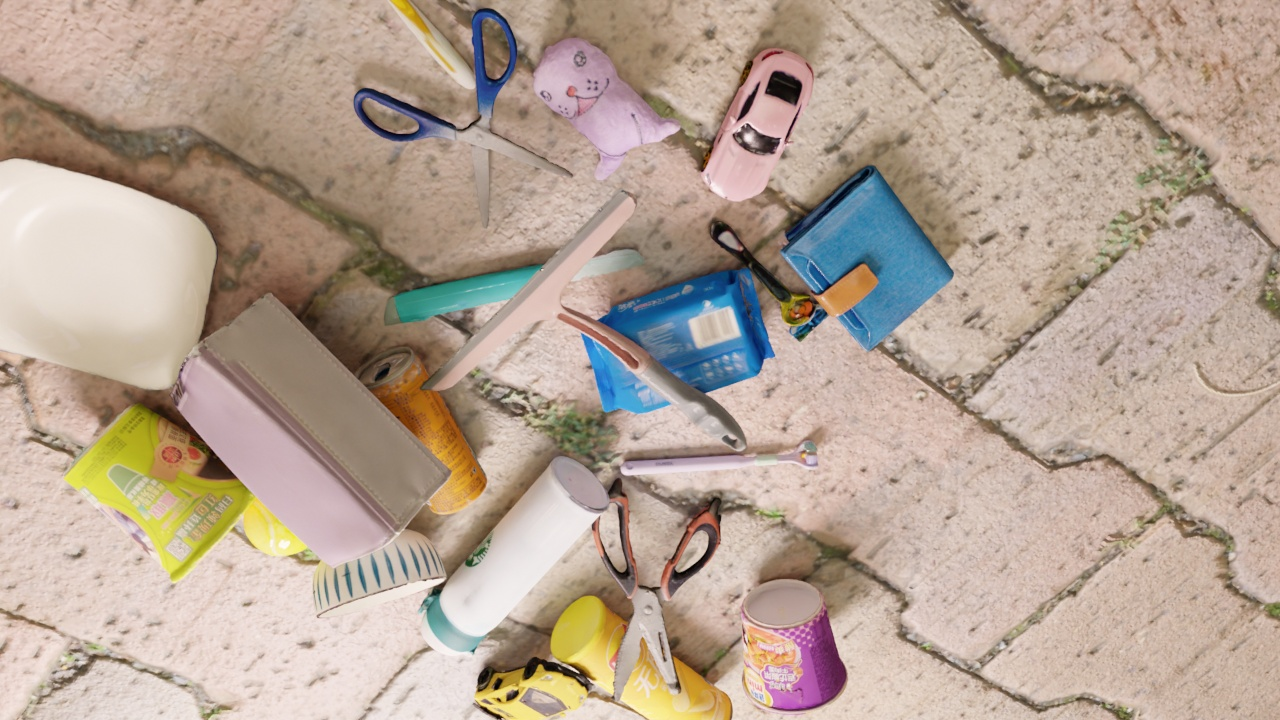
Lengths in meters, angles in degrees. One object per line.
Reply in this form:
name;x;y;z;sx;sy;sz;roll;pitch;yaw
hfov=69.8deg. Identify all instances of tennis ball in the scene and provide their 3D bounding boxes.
tennis ball;-0.313;0.139;0.807;0.065;0.065;0.065;-4;119;-7

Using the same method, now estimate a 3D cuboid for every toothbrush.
toothbrush;-0.181;-0.263;0.636;0.016;0.018;0.191;-36;117;13
toothbrush;0.075;0.096;0.870;0.189;0.029;0.021;-4;156;-6

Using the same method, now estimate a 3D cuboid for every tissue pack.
tissue pack;0.030;-0.016;0.783;0.157;0.052;0.095;-19;117;2

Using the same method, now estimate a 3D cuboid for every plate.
plate;-0.413;-0.065;0.699;0.164;0.034;0.164;19;114;-17

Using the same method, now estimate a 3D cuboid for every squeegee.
squeegee;-0.004;0.004;0.737;0.249;0.040;0.248;34;124;-26

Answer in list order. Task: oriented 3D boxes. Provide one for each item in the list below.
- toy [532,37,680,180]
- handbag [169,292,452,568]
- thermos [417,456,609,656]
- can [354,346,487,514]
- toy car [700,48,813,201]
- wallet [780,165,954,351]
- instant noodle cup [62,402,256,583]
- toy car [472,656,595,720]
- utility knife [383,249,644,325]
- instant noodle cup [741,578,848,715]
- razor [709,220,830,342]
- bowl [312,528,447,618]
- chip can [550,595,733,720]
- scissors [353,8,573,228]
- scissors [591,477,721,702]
toy;-0.034;-0.192;0.687;0.084;0.038;0.108;-30;122;32
handbag;-0.263;0.062;0.722;0.197;0.098;0.145;49;134;-11
thermos;-0.126;0.189;0.863;0.073;0.073;0.225;34;109;-23
can;-0.187;0.062;0.789;0.058;0.058;0.146;-21;119;3
toy car;0.092;-0.180;0.713;0.056;0.037;0.123;18;115;-16
wallet;0.193;-0.084;0.781;0.106;0.040;0.133;-41;116;9
instant noodle cup;-0.395;0.102;0.756;0.112;0.111;0.123;-41;109;13
toy car;-0.112;0.337;0.931;0.071;0.041;0.156;39;136;-22
utility knife;-0.106;-0.062;0.759;0.223;0.013;0.029;-12;118;0
instant noodle cup;0.150;0.287;0.939;0.111;0.111;0.099;-13;110;-2
razor;0.110;-0.069;0.784;0.043;0.022;0.142;-43;115;12
bowl;-0.240;0.184;0.830;0.116;0.116;0.066;-19;75;2
chip can;0.005;0.328;0.953;0.072;0.072;0.213;-41;116;13
scissors;-0.131;-0.176;0.686;0.162;0.012;0.173;2;127;-3
scissors;0.009;0.218;0.887;0.189;0.015;0.226;40;83;-14
